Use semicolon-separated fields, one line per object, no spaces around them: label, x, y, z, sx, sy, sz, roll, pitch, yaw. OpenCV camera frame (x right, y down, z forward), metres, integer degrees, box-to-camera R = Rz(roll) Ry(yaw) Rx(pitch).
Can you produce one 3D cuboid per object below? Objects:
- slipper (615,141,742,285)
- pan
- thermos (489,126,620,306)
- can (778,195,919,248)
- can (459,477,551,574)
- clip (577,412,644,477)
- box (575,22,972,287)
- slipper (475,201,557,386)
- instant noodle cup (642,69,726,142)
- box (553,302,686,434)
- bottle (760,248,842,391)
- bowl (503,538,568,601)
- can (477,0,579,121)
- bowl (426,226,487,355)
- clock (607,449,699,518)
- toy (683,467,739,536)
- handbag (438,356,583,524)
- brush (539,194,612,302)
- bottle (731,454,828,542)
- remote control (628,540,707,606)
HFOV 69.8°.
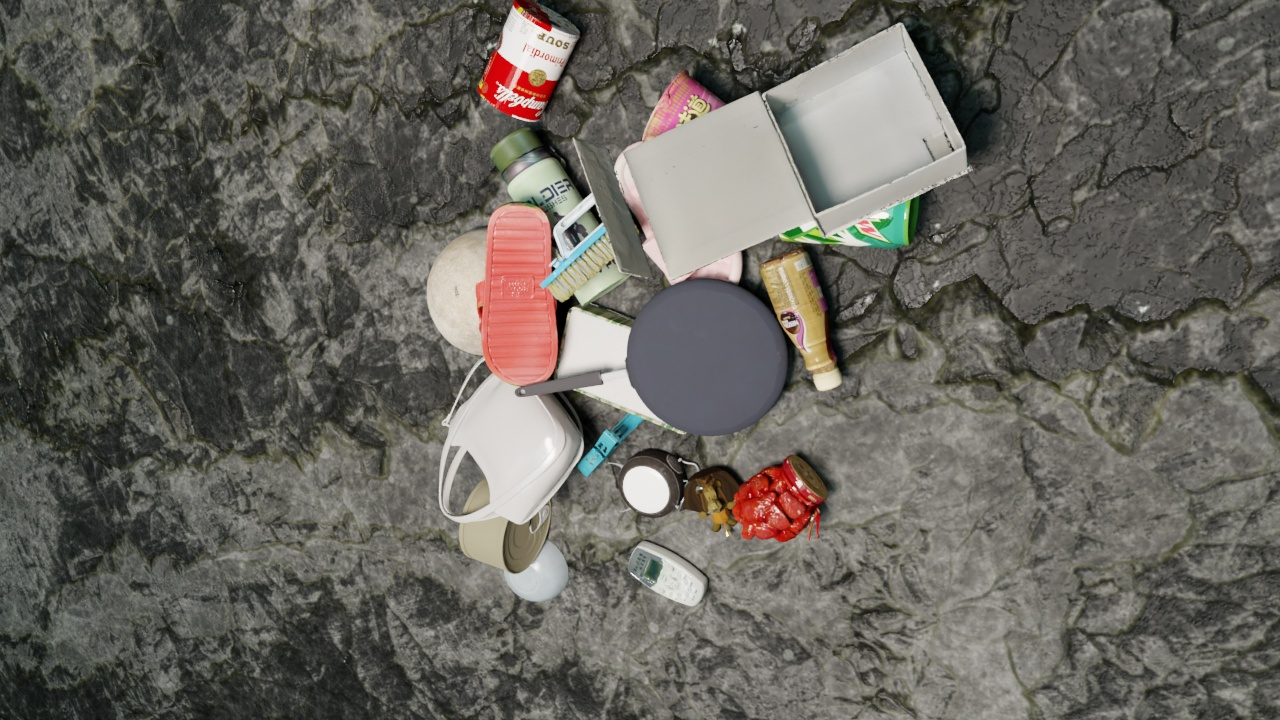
slipper;0.044;-0.166;1.111;0.107;0.055;0.221;-32;90;28
pan;0.005;0.013;1.138;0.357;0.021;0.199;-10;103;17
thermos;-0.102;-0.187;1.165;0.083;0.082;0.231;-33;90;29
can;0.226;-0.168;1.007;0.144;0.082;0.083;8;109;23
can;-0.191;0.231;1.306;0.073;0.127;0.128;13;111;23
clip;-0.052;0.121;1.234;0.027;0.102;0.120;48;132;9
box;0.134;-0.204;0.952;0.369;0.098;0.166;-22;70;9
slipper;-0.155;-0.084;1.156;0.103;0.059;0.249;-5;116;-11
instant noodle cup;0.073;-0.262;1.052;0.108;0.097;0.098;32;117;4
box;-0.007;0.007;1.194;0.206;0.050;0.118;19;109;18
bottle;0.195;-0.045;1.075;0.060;0.059;0.166;-18;98;29
bowl;-0.163;0.316;1.368;0.106;0.039;0.106;8;109;23
can;-0.137;-0.365;1.116;0.086;0.086;0.117;37;118;11
bowl;-0.221;-0.094;1.225;0.179;0.081;0.178;0;89;23
clock;0.019;0.167;1.233;0.123;0.043;0.091;-7;102;27
toy;0.099;0.188;1.196;0.076;0.062;0.100;-20;108;7
handbag;-0.198;0.123;1.252;0.223;0.095;0.215;-46;62;12
brush;-0.072;-0.137;1.095;0.135;0.055;0.075;-44;97;-12
bottle;0.175;0.182;1.143;0.111;0.098;0.099;-43;85;19
remote control;0.038;0.297;1.273;0.114;0.028;0.060;28;115;15
